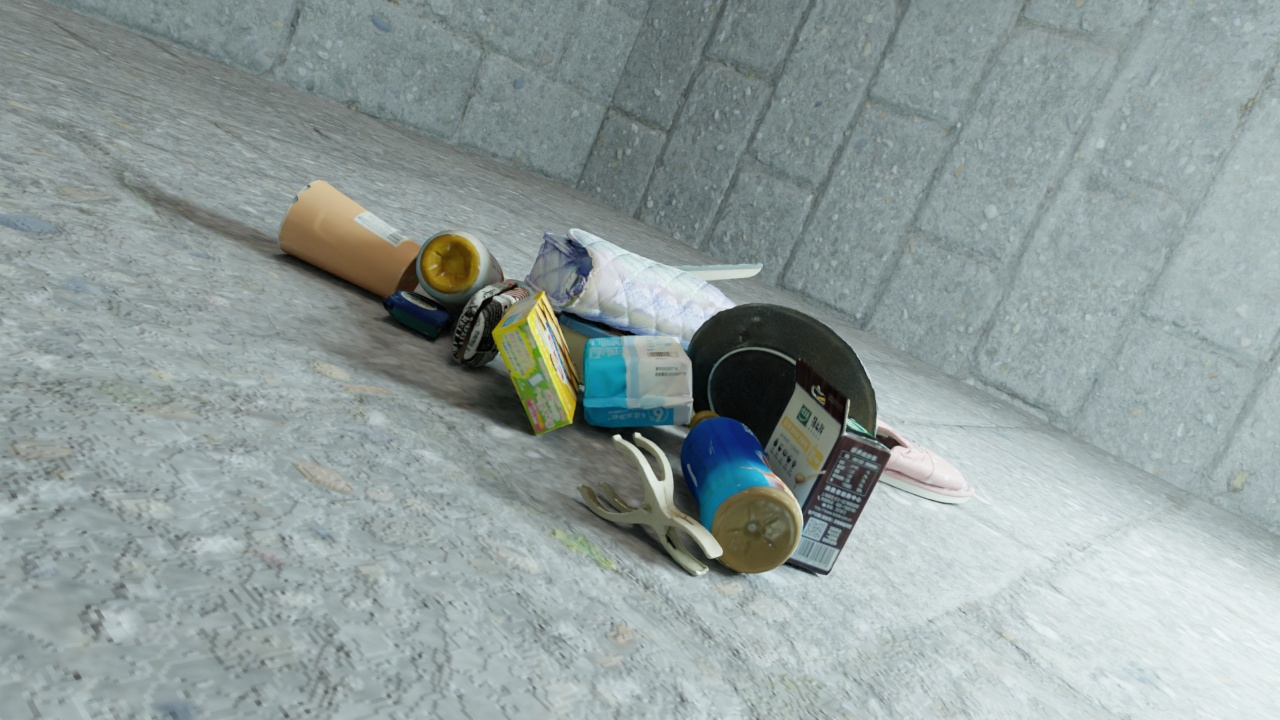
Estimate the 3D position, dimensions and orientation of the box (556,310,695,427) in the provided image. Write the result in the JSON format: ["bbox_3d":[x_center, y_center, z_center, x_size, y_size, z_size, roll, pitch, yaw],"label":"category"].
[{"bbox_3d":[-0.005,0.005,0.912,0.184,0.060,0.089,20,13,-8],"label":"box"}]

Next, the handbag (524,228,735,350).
[{"bbox_3d":[-0.009,-0.069,0.906,0.193,0.076,0.134,15,14,-35],"label":"handbag"}]

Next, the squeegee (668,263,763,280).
[{"bbox_3d":[0.002,-0.079,1.192,0.246,0.039,0.247,-3,-5,-13],"label":"squeegee"}]

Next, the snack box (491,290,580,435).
[{"bbox_3d":[-0.081,-0.002,0.739,0.034,0.087,0.140,-20,12,6],"label":"snack box"}]

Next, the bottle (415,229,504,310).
[{"bbox_3d":[-0.172,-0.083,0.911,0.068,0.068,0.189,24,-2,-1],"label":"bottle"}]

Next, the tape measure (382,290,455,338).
[{"bbox_3d":[-0.198,-0.041,0.821,0.058,0.025,0.054,28,10,-1],"label":"tape measure"}]

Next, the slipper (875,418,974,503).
[{"bbox_3d":[0.269,0.099,1.041,0.274,0.054,0.114,19,12,-20],"label":"slipper"}]

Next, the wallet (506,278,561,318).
[{"bbox_3d":[-0.103,-0.060,1.068,0.106,0.037,0.129,9,14,-18],"label":"wallet"}]

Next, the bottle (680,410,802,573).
[{"bbox_3d":[0.065,0.082,0.685,0.065,0.065,0.218,22,12,-10],"label":"bottle"}]

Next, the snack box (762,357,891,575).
[{"bbox_3d":[0.129,0.076,0.688,0.053,0.126,0.113,23,11,-15],"label":"snack box"}]

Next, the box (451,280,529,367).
[{"bbox_3d":[-0.128,-0.033,0.829,0.057,0.071,0.164,4,13,7],"label":"box"}]

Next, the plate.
[{"bbox_3d":[0.112,0.035,0.783,0.179,0.180,0.024,28,41,19],"label":"plate"}]

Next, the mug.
[{"bbox_3d":[-0.269,-0.109,0.873,0.123,0.078,0.078,29,12,3],"label":"mug"}]

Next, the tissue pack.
[{"bbox_3d":[-0.006,0.018,0.798,0.090,0.063,0.140,-1,12,-4],"label":"tissue pack"}]

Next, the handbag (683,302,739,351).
[{"bbox_3d":[0.073,-0.019,1.061,0.147,0.100,0.204,4,18,-36],"label":"handbag"}]

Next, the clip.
[{"bbox_3d":[0.011,0.082,0.585,0.103,0.092,0.035,18,7,32],"label":"clip"}]
